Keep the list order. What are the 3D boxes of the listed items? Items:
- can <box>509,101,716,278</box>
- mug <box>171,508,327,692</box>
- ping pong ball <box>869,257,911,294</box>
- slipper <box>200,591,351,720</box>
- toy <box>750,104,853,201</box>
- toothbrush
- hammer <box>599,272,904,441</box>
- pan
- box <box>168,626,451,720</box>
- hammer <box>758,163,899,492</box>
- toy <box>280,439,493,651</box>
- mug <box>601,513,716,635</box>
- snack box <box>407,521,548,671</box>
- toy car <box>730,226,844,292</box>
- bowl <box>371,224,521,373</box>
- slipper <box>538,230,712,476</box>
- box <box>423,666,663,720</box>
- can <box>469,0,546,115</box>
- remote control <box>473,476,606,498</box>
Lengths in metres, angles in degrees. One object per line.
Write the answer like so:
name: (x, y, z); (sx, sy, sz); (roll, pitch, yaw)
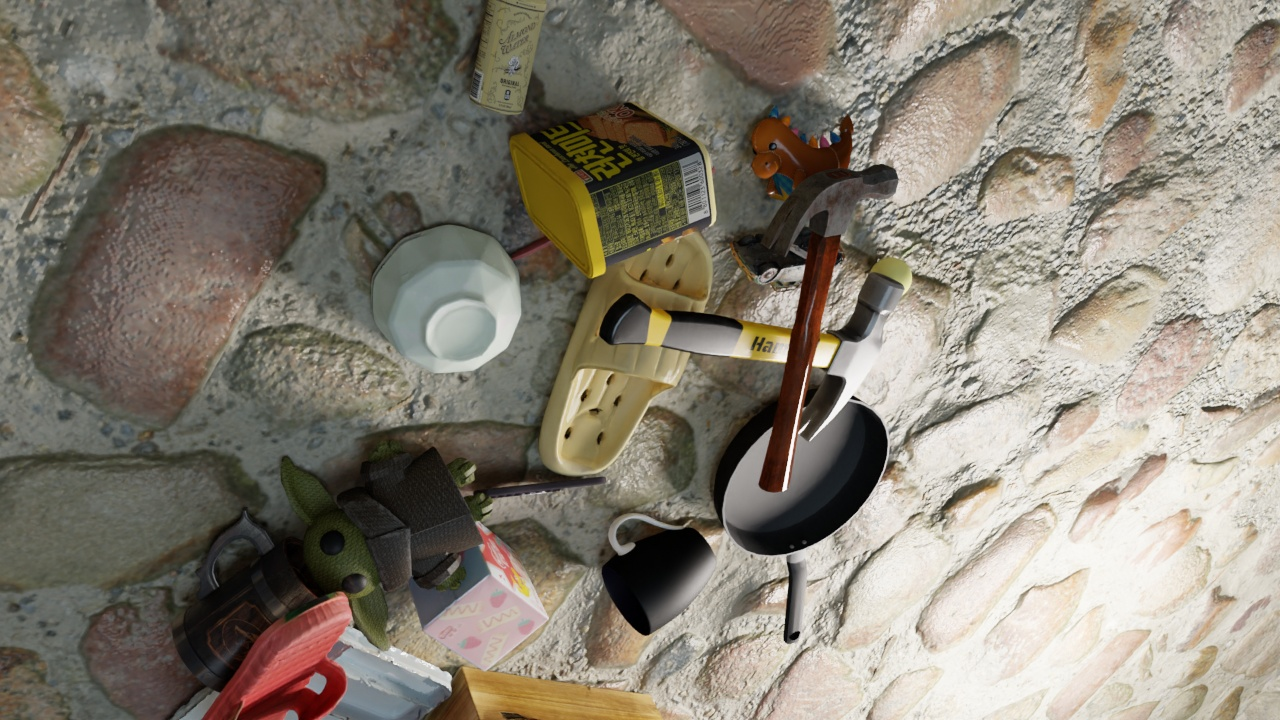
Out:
can: (-0.021, -0.128, 0.660); (0.101, 0.131, 0.073); (-23, 128, -16)
mug: (-0.323, 0.194, 0.753); (0.107, 0.080, 0.116); (-38, 104, -3)
ping pong ball: (0.242, -0.080, 0.887); (0.040, 0.040, 0.040); (-14, 125, -20)
slipper: (-0.289, 0.275, 0.741); (0.103, 0.059, 0.249); (-17, 151, -53)
toy: (0.138, -0.182, 0.771); (0.090, 0.071, 0.103); (38, 75, -27)
toothbrush: (-0.023, -0.122, 0.738); (0.184, 0.015, 0.016); (-27, 129, -9)
hammer: (0.096, -0.013, 0.786); (0.323, 0.034, 0.170); (6, 114, -41)
pan: (0.171, 0.182, 1.018); (0.203, 0.044, 0.356); (-15, 126, -19)
box: (-0.308, 0.326, 0.873); (0.190, 0.037, 0.209); (-40, 130, 11)
hammer: (0.137, -0.013, 0.777); (0.110, 0.028, 0.301); (-14, 125, -31)
toy: (-0.201, 0.137, 0.757); (0.152, 0.078, 0.179); (-27, 100, -16)
mug: (0.017, 0.204, 0.938); (0.100, 0.085, 0.119); (-29, 100, -24)
snack box: (-0.151, 0.207, 0.833); (0.079, 0.093, 0.095); (-40, 130, 0)
toy car: (0.128, -0.086, 0.819); (0.111, 0.047, 0.047); (-10, 143, -27)
bowl: (-0.142, -0.037, 0.695); (0.117, 0.061, 0.118); (-12, 126, -17)
slipper: (-0.005, 0.005, 0.790); (0.111, 0.079, 0.262); (11, 115, -36)
box: (-0.085, 0.491, 0.951); (0.279, 0.264, 0.270); (24, 105, -35)
can: (-0.091, -0.212, 0.626); (0.038, 0.038, 0.080); (2, 119, -29)
remote control: (-0.089, 0.117, 0.841); (0.124, 0.047, 0.009); (-3, 81, -27)
